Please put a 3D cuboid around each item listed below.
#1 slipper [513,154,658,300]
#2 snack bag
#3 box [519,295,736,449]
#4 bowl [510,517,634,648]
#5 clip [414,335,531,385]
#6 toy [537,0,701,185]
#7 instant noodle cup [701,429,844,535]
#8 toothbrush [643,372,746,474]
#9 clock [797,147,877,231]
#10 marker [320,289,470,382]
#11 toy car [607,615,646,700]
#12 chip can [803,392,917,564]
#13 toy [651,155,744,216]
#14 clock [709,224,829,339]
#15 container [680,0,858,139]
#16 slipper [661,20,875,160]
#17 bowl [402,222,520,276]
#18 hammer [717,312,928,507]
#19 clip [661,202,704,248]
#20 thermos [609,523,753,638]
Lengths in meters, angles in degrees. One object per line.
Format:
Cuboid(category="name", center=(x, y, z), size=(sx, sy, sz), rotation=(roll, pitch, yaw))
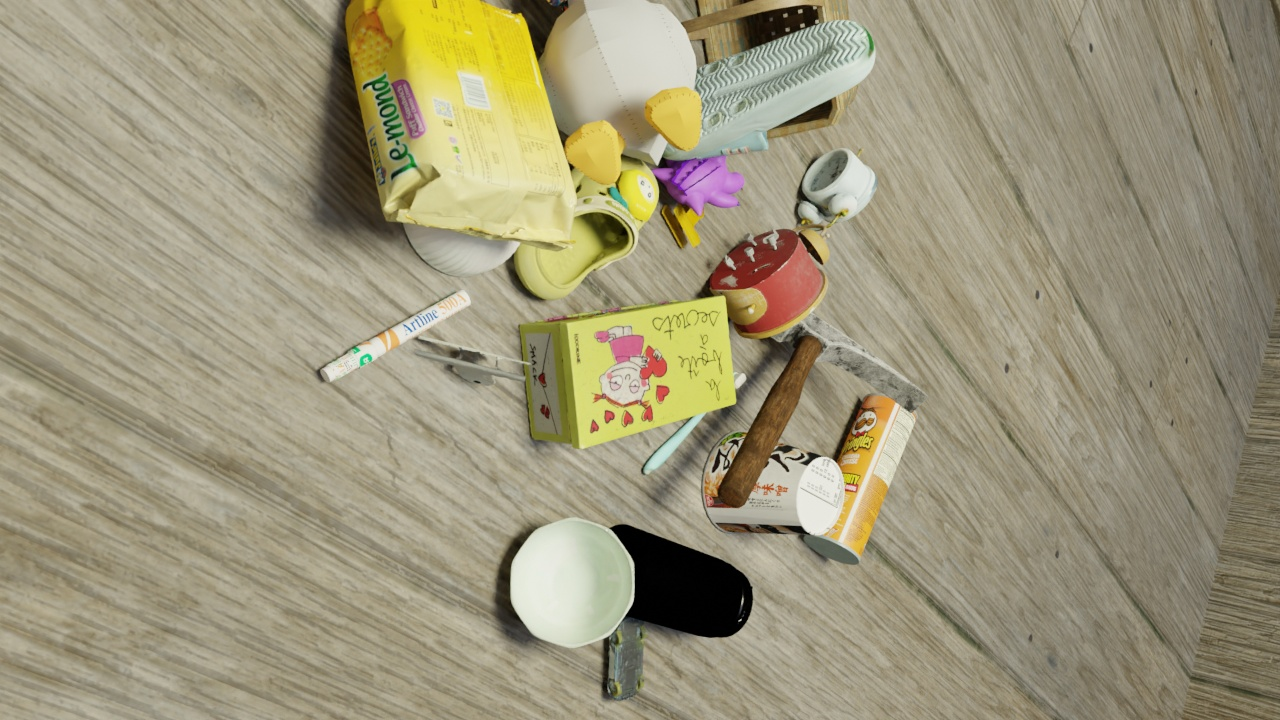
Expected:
Cuboid(category="slipper", center=(-0.041, -0.135, 0.879), size=(0.190, 0.082, 0.091), rotation=(-50, 120, -27))
Cuboid(category="snack bag", center=(-0.141, -0.205, 0.735), size=(0.159, 0.068, 0.247), rotation=(1, 63, -40))
Cuboid(category="box", center=(-0.005, 0.005, 0.918), size=(0.220, 0.082, 0.124), rotation=(-9, 98, -40))
Cuboid(category="bowl", center=(-0.062, 0.211, 0.873), size=(0.061, 0.117, 0.117), rotation=(85, 22, -76))
Cuboid(category="clip", center=(-0.146, 0.008, 0.810), size=(0.056, 0.102, 0.046), rotation=(85, 20, -73))
Cuboid(category="toy", center=(-0.029, -0.281, 0.834), size=(0.247, 0.141, 0.267), rotation=(55, 16, -57))
Cuboid(category="instant noodle cup", center=(0.156, 0.146, 1.042), size=(0.123, 0.122, 0.123), rotation=(-2, 94, -42))
Cuboid(category="toothbrush", center=(0.061, 0.068, 1.026), size=(0.180, 0.017, 0.016), rotation=(-43, 120, -31))
Cuboid(category="clock", center=(0.239, -0.205, 1.128), size=(0.057, 0.083, 0.117), rotation=(38, 64, -31))
Cuboid(category="marker", center=(-0.205, -0.022, 0.778), size=(0.145, 0.017, 0.017), rotation=(-36, 115, -36))
Cuboid(category="toy car", center=(-0.017, 0.309, 0.958), size=(0.038, 0.027, 0.090), rotation=(1, 93, -39))
Cuboid(category="chip can", center=(0.288, 0.152, 1.194), size=(0.075, 0.075, 0.214), rotation=(44, 64, -34))
Cuboid(category="toy", center=(0.062, -0.197, 0.972), size=(0.106, 0.056, 0.087), rotation=(44, 65, 10))
Cuboid(category="clock", center=(0.146, -0.105, 1.024), size=(0.158, 0.117, 0.081), rotation=(-48, 118, -21))
Cuboid(category="container", center=(0.131, -0.364, 0.975), size=(0.185, 0.158, 0.250), rotation=(-27, 110, -50))
Cuboid(category="slipper", center=(0.118, -0.253, 0.905), size=(0.074, 0.246, 0.103), rotation=(40, 46, -42))
Cuboid(category="bowl", center=(-0.142, -0.133, 0.799), size=(0.117, 0.062, 0.118), rotation=(-2, 94, -42))
Cuboid(category="hammer", center=(0.182, 0.069, 0.991), size=(0.217, 0.037, 0.299), rotation=(34, 46, 2))
Cuboid(category="clip", center=(0.048, -0.154, 1.002), size=(0.054, 0.044, 0.049), rotation=(56, 21, -27))
Cuboid(category="thermos", center=(0.042, 0.240, 0.968), size=(0.198, 0.086, 0.086), rotation=(28, 73, -39))
